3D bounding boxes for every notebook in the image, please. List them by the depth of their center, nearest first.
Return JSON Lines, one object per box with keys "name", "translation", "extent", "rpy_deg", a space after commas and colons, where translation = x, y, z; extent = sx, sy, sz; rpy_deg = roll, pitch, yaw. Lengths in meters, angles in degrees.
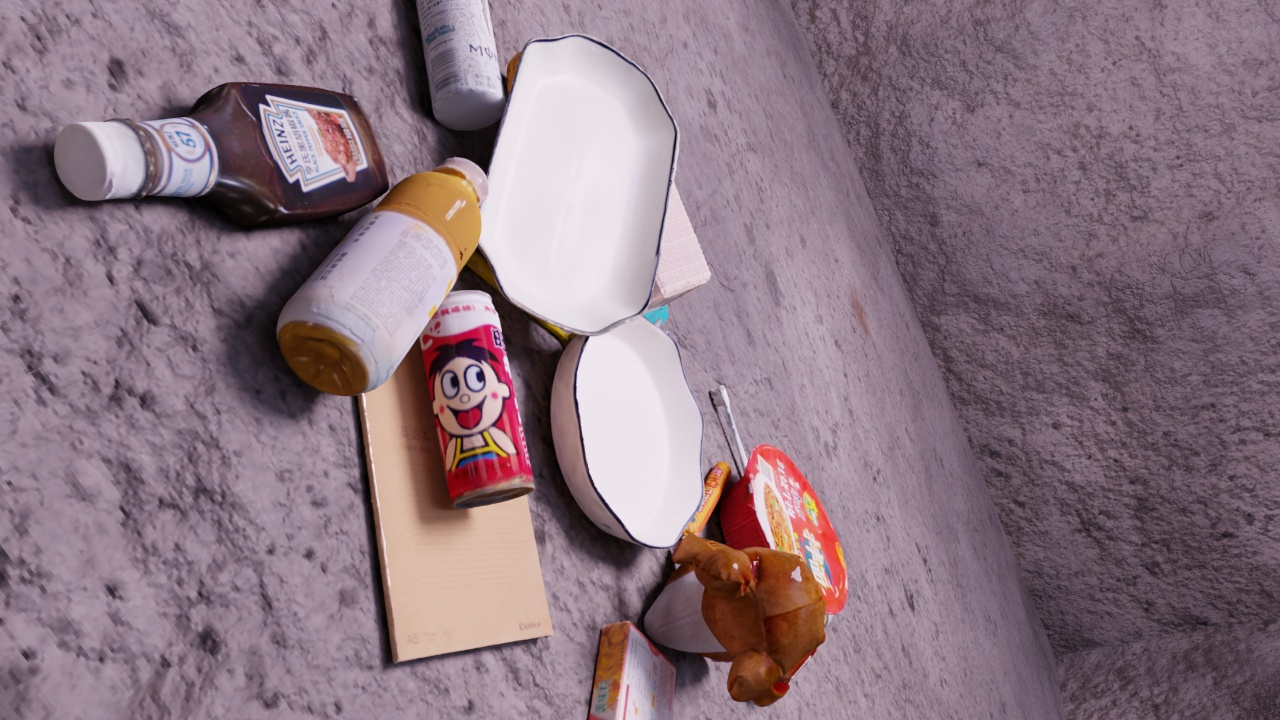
{"name": "notebook", "translation": [-0.122, 0.081, 0.598], "extent": [0.149, 0.012, 0.211], "rpy_deg": [18, 55, -60]}

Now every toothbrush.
{"name": "toothbrush", "translation": [-0.097, -0.053, 0.740], "extent": [0.190, 0.017, 0.015], "rpy_deg": [42, 37, -46]}
{"name": "toothbrush", "translation": [0.115, 0.116, 1.059], "extent": [0.016, 0.016, 0.180], "rpy_deg": [-23, 95, -60]}

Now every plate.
{"name": "plate", "translation": [-0.052, -0.143, 0.748], "extent": [0.162, 0.034, 0.265], "rpy_deg": [22, 65, -28]}
{"name": "plate", "translation": [-0.009, 0.057, 0.782], "extent": [0.204, 0.046, 0.204], "rpy_deg": [30, 53, -51]}

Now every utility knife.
{"name": "utility knife", "translation": [0.004, -0.037, 0.940], "extent": [0.029, 0.013, 0.151], "rpy_deg": [68, 25, -11]}

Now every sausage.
{"name": "sausage", "translation": [0.067, 0.141, 0.929], "extent": [0.021, 0.021, 0.164], "rpy_deg": [65, 25, -10]}

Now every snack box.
{"name": "snack box", "translation": [-0.008, 0.278, 0.667], "extent": [0.077, 0.027, 0.155], "rpy_deg": [53, 30, -34]}

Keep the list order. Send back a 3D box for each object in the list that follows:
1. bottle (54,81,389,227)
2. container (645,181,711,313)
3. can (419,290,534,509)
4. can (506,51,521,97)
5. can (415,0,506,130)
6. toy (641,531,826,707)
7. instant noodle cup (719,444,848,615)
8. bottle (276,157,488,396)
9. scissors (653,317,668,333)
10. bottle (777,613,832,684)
{"name": "bottle", "translation": [-0.219, -0.112, 0.503], "extent": [0.194, 0.044, 0.080], "rpy_deg": [-31, 103, -64]}
{"name": "container", "translation": [-0.003, -0.103, 0.852], "extent": [0.089, 0.090, 0.111], "rpy_deg": [-23, 88, -45]}
{"name": "can", "translation": [-0.107, 0.025, 0.592], "extent": [0.053, 0.053, 0.132], "rpy_deg": [14, 59, -61]}
{"name": "can", "translation": [-0.089, -0.208, 0.823], "extent": [0.058, 0.058, 0.145], "rpy_deg": [34, 43, -52]}
{"name": "can", "translation": [-0.148, -0.262, 0.741], "extent": [0.058, 0.058, 0.146], "rpy_deg": [19, 55, -59]}
{"name": "toy", "translation": [0.067, 0.206, 0.751], "extent": [0.200, 0.130, 0.140], "rpy_deg": [143, -65, -80]}
{"name": "instant noodle cup", "translation": [0.146, 0.188, 0.983], "extent": [0.194, 0.066, 0.193], "rpy_deg": [44, 29, -33]}
{"name": "bottle", "translation": [-0.145, -0.061, 0.557], "extent": [0.068, 0.068, 0.189], "rpy_deg": [55, 37, -29]}
{"name": "scissors", "translation": [-0.012, -0.007, 0.867], "extent": [0.125, 0.012, 0.173], "rpy_deg": [46, 40, -38]}
{"name": "bottle", "translation": [0.163, 0.291, 0.972], "extent": [0.205, 0.060, 0.059], "rpy_deg": [2, 70, -64]}
